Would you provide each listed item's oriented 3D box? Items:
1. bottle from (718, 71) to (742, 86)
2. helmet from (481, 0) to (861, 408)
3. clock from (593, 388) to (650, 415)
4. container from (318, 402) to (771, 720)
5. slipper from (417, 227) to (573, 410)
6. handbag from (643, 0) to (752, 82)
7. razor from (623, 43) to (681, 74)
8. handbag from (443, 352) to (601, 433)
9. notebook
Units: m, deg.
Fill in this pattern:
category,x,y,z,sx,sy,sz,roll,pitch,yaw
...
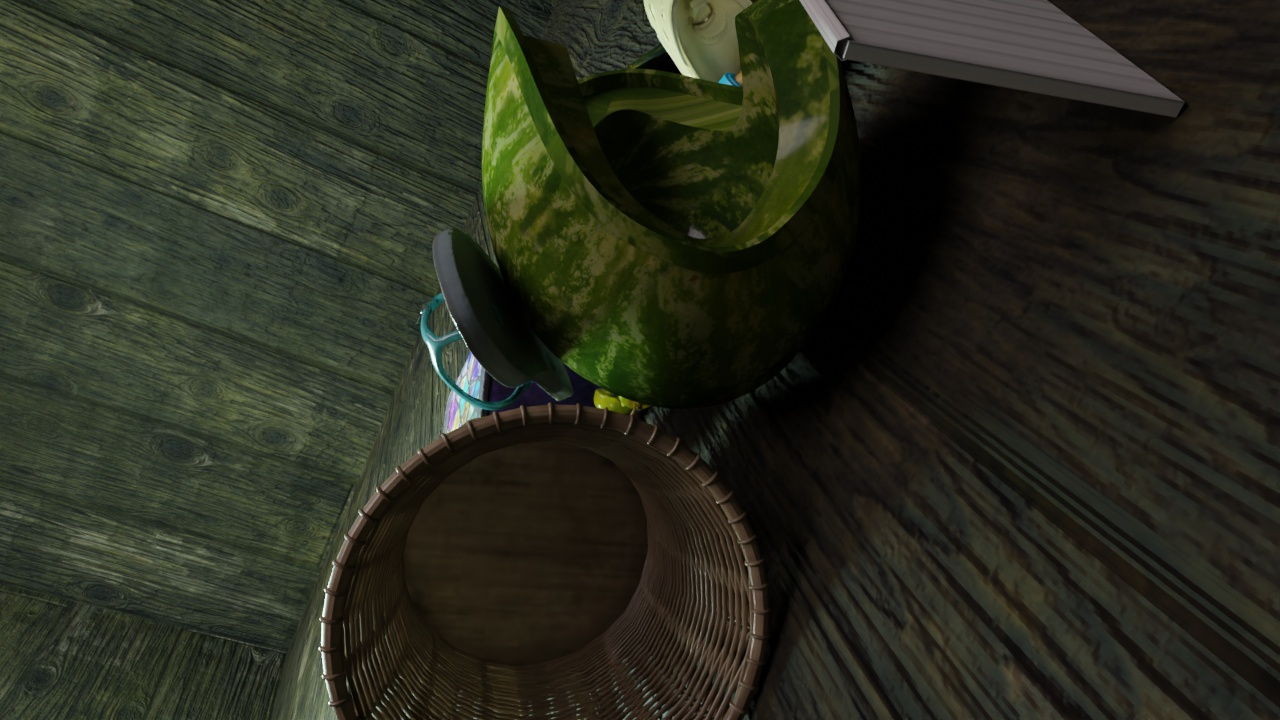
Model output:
category,x,y,z,sx,sy,sz,roll,pitch,yaw
bottle,0.067,-0.200,0.790,0.146,0.051,0.051,-56,22,33
helmet,0.016,-0.091,0.553,0.247,0.213,0.243,131,123,-78
clock,-0.005,0.004,0.766,0.083,0.057,0.119,153,128,-63
container,-0.062,0.130,0.554,0.196,0.227,0.227,-167,97,-78
slipper,-0.097,-0.018,0.587,0.269,0.055,0.098,46,-158,-82
handbag,0.056,-0.301,0.825,0.081,0.111,0.119,-35,29,11
razor,0.033,-0.317,0.930,0.151,0.067,0.054,-33,18,-9
handbag,-0.114,0.027,0.914,0.205,0.125,0.221,127,153,-50
notebook,0.136,-0.170,0.432,0.209,0.142,0.009,-95,15,-52
